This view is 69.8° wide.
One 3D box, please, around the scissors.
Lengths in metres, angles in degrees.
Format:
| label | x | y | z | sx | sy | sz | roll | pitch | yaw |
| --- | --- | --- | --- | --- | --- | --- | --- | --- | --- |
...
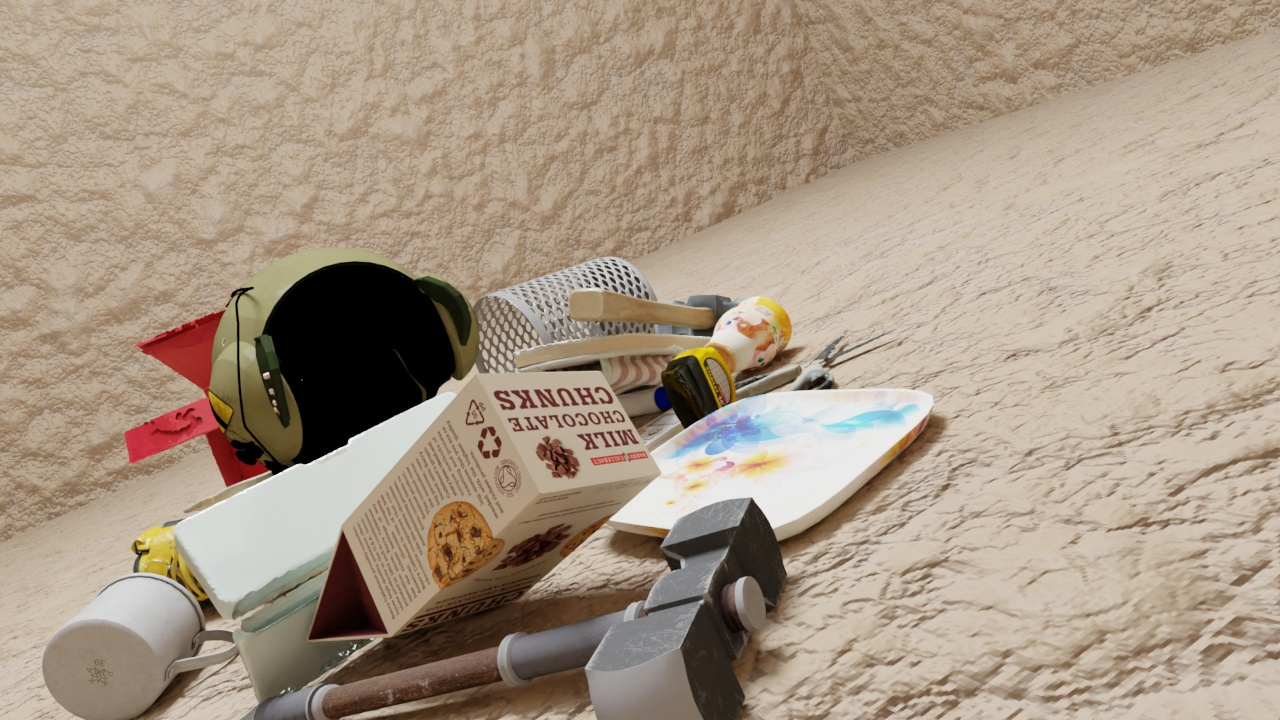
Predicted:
| label | x | y | z | sx | sy | sz | roll | pitch | yaw |
| --- | --- | --- | --- | --- | --- | --- | --- | --- | --- |
| scissors | 0.136 | 0.010 | 0.775 | 0.158 | 0.012 | 0.170 | -17 | 11 | 24 |

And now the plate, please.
| label | x | y | z | sx | sy | sz | roll | pitch | yaw |
| --- | --- | --- | --- | --- | --- | --- | --- | --- | --- |
| plate | 0.075 | 0.065 | 0.578 | 0.186 | 0.016 | 0.187 | -30 | 16 | -37 |

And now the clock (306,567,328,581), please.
| label | x | y | z | sx | sy | sz | roll | pitch | yaw |
| --- | --- | --- | --- | --- | --- | --- | --- | --- | --- |
| clock | -0.192 | 0.132 | 0.668 | 0.157 | 0.073 | 0.121 | -14 | 7 | -17 |

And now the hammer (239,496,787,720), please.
| label | x | y | z | sx | sy | sz | roll | pitch | yaw |
| --- | --- | --- | --- | --- | --- | --- | --- | --- | --- |
| hammer | -0.090 | 0.153 | 0.447 | 0.323 | 0.043 | 0.155 | -21 | 9 | 24 |

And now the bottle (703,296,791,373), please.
| label | x | y | z | sx | sy | sz | roll | pitch | yaw |
| --- | --- | --- | --- | --- | --- | --- | --- | --- | --- |
| bottle | 0.097 | -0.019 | 0.867 | 0.063 | 0.063 | 0.108 | -14 | 12 | 40 |

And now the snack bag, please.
| label | x | y | z | sx | sy | sz | roll | pitch | yaw |
| --- | --- | --- | --- | --- | --- | --- | --- | --- | --- |
| snack bag | -0.098 | 0.097 | 0.513 | 0.207 | 0.070 | 0.094 | -45 | -25 | 29 |

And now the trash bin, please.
| label | x | y | z | sx | sy | sz | roll | pitch | yaw |
| --- | --- | --- | --- | --- | --- | --- | --- | --- | --- |
| trash bin | -0.084 | -0.032 | 1.097 | 0.182 | 0.156 | 0.157 | -27 | 10 | -38 |

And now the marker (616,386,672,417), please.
| label | x | y | z | sx | sy | sz | roll | pitch | yaw |
| --- | --- | --- | --- | --- | --- | --- | --- | --- | --- |
| marker | -0.005 | 0.042 | 0.888 | 0.133 | 0.023 | 0.027 | -14 | 25 | 42 |

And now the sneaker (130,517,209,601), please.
| label | x | y | z | sx | sy | sz | roll | pitch | yaw |
| --- | --- | --- | --- | --- | --- | --- | --- | --- | --- |
| sneaker | -0.379 | 0.175 | 0.816 | 0.121 | 0.086 | 0.239 | -22 | 4 | -33 |

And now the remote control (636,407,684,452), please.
| label | x | y | z | sx | sy | sz | roll | pitch | yaw |
| --- | --- | --- | --- | --- | --- | --- | --- | --- | --- |
| remote control | -0.001 | 0.069 | 0.765 | 0.135 | 0.011 | 0.050 | -30 | 12 | -36 |

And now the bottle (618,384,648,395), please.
| label | x | y | z | sx | sy | sz | roll | pitch | yaw |
| --- | --- | --- | --- | --- | --- | --- | --- | --- | --- |
| bottle | -0.002 | 0.007 | 1.004 | 0.113 | 0.047 | 0.046 | -18 | 11 | 21 |

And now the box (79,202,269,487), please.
| label | x | y | z | sx | sy | sz | roll | pitch | yaw |
| --- | --- | --- | --- | --- | --- | --- | --- | --- | --- |
| box | -0.487 | 0.002 | 1.164 | 0.211 | 0.378 | 0.123 | -21 | 21 | 4 |

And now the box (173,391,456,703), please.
| label | x | y | z | sx | sy | sz | roll | pitch | yaw |
| --- | --- | --- | --- | --- | --- | --- | --- | --- | --- |
| box | -0.172 | 0.111 | 0.579 | 0.197 | 0.122 | 0.078 | -28 | 28 | -37 |

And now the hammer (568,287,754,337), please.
| label | x | y | z | sx | sy | sz | roll | pitch | yaw |
| --- | --- | --- | --- | --- | --- | --- | --- | --- | --- |
| hammer | 0.022 | -0.045 | 0.888 | 0.117 | 0.051 | 0.322 | -1 | 0 | 24 |

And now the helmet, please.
| label | x | y | z | sx | sy | sz | roll | pitch | yaw |
| --- | --- | --- | --- | --- | --- | --- | --- | --- | --- |
| helmet | -0.275 | 0.020 | 0.866 | 0.249 | 0.256 | 0.233 | -27 | 14 | -34 |

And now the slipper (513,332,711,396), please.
| label | x | y | z | sx | sy | sz | roll | pitch | yaw |
| --- | --- | --- | --- | --- | --- | --- | --- | --- | --- |
| slipper | -0.005 | 0.005 | 0.857 | 0.115 | 0.052 | 0.262 | -9 | -4 | 38 |

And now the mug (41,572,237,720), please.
| label | x | y | z | sx | sy | sz | roll | pitch | yaw |
| --- | --- | --- | --- | --- | --- | --- | --- | --- | --- |
| mug | -0.350 | 0.205 | 0.651 | 0.113 | 0.084 | 0.070 | 9 | 12 | -4 |

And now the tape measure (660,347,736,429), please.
| label | x | y | z | sx | sy | sz | roll | pitch | yaw |
| --- | --- | --- | --- | --- | --- | --- | --- | --- | --- |
| tape measure | 0.048 | 0.024 | 0.746 | 0.037 | 0.065 | 0.064 | -20 | 14 | 37 |

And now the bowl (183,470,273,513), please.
| label | x | y | z | sx | sy | sz | roll | pitch | yaw |
| --- | --- | --- | --- | --- | --- | --- | --- | --- | --- |
| bowl | -0.384 | 0.147 | 1.017 | 0.219 | 0.060 | 0.188 | -23 | -1 | -9 |
